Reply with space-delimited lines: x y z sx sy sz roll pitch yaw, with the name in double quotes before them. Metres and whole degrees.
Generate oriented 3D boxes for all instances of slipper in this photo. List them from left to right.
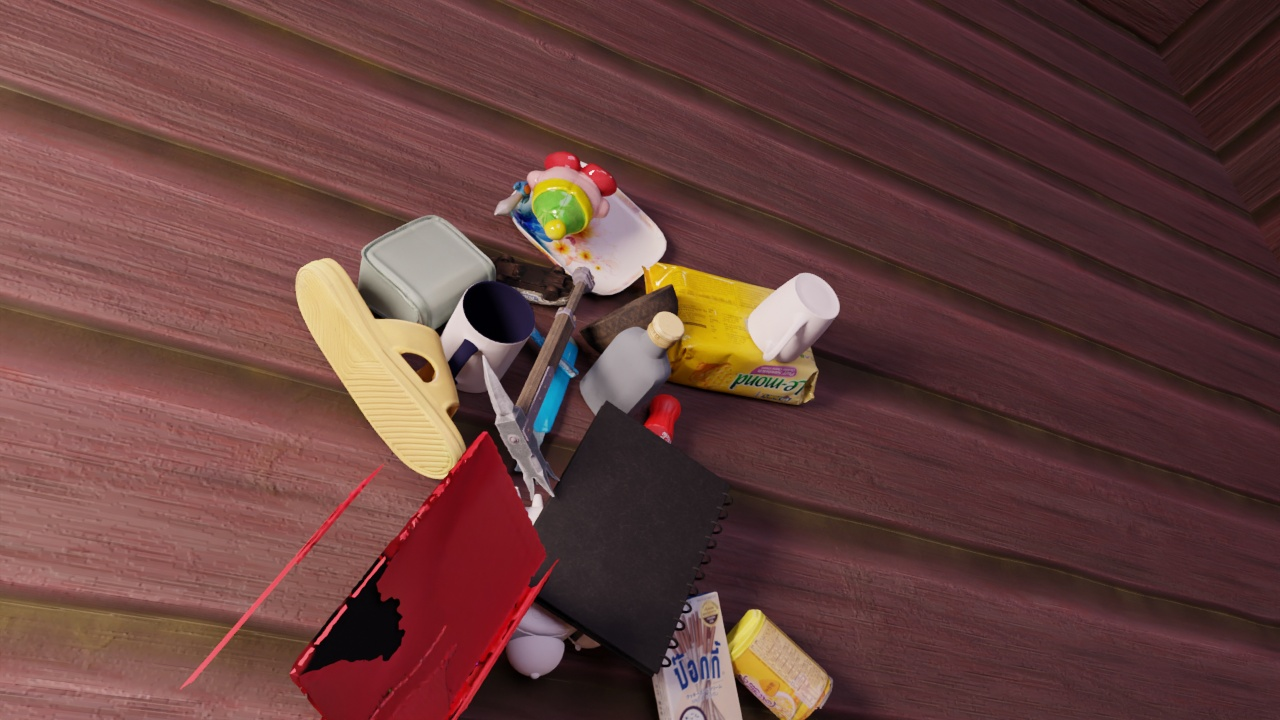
"slipper" -0.240 0.003 0.896 0.078 0.100 0.263 -26 70 -44

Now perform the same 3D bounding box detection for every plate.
"plate" -0.068 -0.171 1.190 0.187 0.016 0.186 43 46 3

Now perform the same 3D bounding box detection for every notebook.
"notebook" -0.009 0.163 0.880 0.169 0.019 0.230 35 45 -6

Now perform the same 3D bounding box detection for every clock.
"clock" -0.095 0.202 0.855 0.125 0.073 0.161 -16 67 -39

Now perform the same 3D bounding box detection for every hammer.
"hammer" -0.090 -0.018 0.943 0.316 0.028 0.147 -75 148 -56

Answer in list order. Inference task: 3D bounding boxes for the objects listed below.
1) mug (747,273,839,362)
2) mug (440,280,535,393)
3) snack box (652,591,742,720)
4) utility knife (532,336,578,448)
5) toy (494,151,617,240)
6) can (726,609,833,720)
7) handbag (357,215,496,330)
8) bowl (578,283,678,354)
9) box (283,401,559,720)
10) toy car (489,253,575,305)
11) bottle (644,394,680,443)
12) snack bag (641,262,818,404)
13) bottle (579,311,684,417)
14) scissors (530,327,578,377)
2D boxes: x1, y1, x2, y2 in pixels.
"mug" 0.183 -0.045 1.110 0.081 0.088 0.114 38 46 -4
"mug" -0.171 -0.014 0.949 0.078 0.097 0.111 38 46 -3
"snack box" 0.051 0.304 0.876 0.081 0.026 0.150 -4 77 -35
"utility knife" -0.102 0.043 1.009 0.031 0.015 0.208 28 43 -11
"toy" -0.100 -0.196 1.117 0.124 0.097 0.131 27 71 -9
"can" 0.134 0.309 0.926 0.105 0.068 0.067 43 45 1
"handbag" -0.232 -0.086 0.985 0.106 0.067 0.121 38 44 10
"bowl" -0.005 -0.037 1.069 0.121 0.121 0.056 -32 98 -43
"box" -0.147 0.204 0.655 0.124 0.317 0.210 30 46 5
"toy car" -0.133 -0.091 1.077 0.113 0.041 0.048 13 49 -1
"bottle" 0.016 0.091 1.034 0.036 0.036 0.118 30 47 -11
"snack bag" 0.117 -0.036 1.173 0.247 0.068 0.159 11 54 -26
"bottle" -0.006 0.006 0.996 0.046 0.162 0.072 -26 74 -42
"scissors" -0.119 -0.027 1.015 0.141 0.014 0.090 48 8 12
